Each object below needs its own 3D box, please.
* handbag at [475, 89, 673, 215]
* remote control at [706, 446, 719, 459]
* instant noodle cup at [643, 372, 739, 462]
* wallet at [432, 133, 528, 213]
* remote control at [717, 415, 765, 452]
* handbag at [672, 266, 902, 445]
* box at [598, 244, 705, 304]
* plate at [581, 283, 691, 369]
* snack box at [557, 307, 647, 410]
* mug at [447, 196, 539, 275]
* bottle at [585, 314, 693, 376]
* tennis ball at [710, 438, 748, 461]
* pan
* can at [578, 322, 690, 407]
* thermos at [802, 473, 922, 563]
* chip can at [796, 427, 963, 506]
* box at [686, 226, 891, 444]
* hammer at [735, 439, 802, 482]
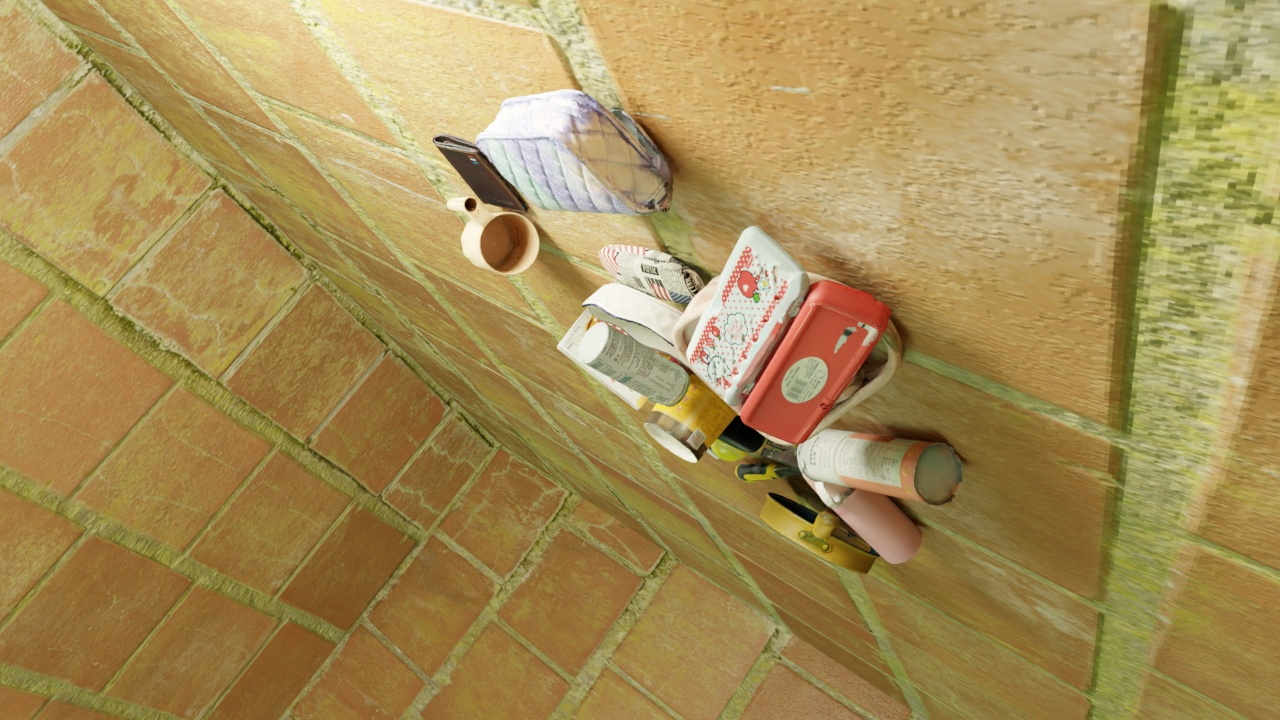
[{"bbox_3d":[-0.065,-0.197,0.890,0.134,0.075,0.194,42,166,-34],"label":"handbag"},{"bbox_3d":[0.088,0.094,1.446,0.135,0.056,0.019,40,165,-8],"label":"remote control"},{"bbox_3d":[0.074,0.072,1.298,0.118,0.114,0.118,34,165,10],"label":"instant noodle cup"},{"bbox_3d":[-0.206,-0.240,1.189,0.096,0.020,0.122,25,163,39],"label":"wallet"},{"bbox_3d":[0.124,0.091,1.358,0.136,0.053,0.024,27,171,34],"label":"remote control"},{"bbox_3d":[0.161,-0.017,0.920,0.193,0.093,0.235,44,149,-13],"label":"handbag"},{"bbox_3d":[0.013,-0.105,1.064,0.164,0.052,0.068,23,174,46],"label":"box"},{"bbox_3d":[0.028,-0.037,1.130,0.205,0.045,0.205,28,176,2],"label":"plate"},{"bbox_3d":[-0.039,-0.005,1.379,0.157,0.084,0.027,38,164,-4],"label":"snack box"},{"bbox_3d":[-0.208,-0.175,1.254,0.124,0.084,0.104,45,169,-25],"label":"mug"},{"bbox_3d":[0.001,-0.022,1.293,0.175,0.057,0.057,26,161,36],"label":"bottle"},{"bbox_3d":[0.138,0.121,1.393,0.065,0.065,0.065,35,165,10],"label":"tennis ball"},{"bbox_3d":[0.272,0.251,1.376,0.198,0.078,0.357,27,-178,13],"label":"pan"},{"bbox_3d":[-0.007,0.007,1.176,0.146,0.058,0.058,29,171,-31],"label":"can"},{"bbox_3d":[0.298,0.201,1.236,0.067,0.087,0.198,-32,117,30],"label":"thermos"},{"bbox_3d":[0.273,0.120,1.071,0.071,0.071,0.215,42,164,-19],"label":"chip can"},{"bbox_3d":[0.126,-0.015,0.856,0.161,0.058,0.202,33,140,9],"label":"box"},{"bbox_3d":[0.209,0.170,1.428,0.126,0.031,0.324,31,167,-6],"label":"hammer"}]
